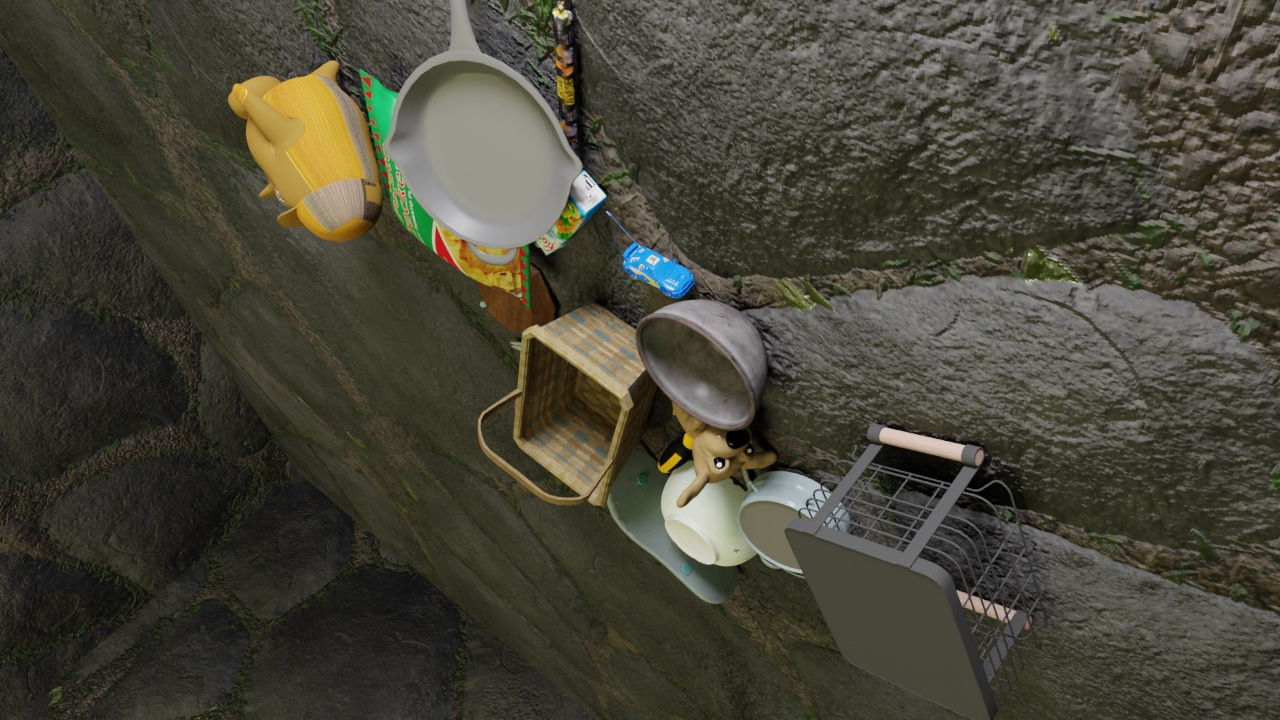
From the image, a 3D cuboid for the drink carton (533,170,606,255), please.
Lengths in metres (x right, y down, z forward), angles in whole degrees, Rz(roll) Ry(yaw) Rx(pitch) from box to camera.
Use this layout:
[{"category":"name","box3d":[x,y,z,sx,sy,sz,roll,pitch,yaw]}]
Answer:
[{"category":"drink carton","box3d":[-0.079,-0.150,0.947,0.044,0.038,0.129,49,153,-6]}]

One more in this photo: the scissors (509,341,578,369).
[{"category":"scissors","box3d":[-0.131,-0.016,1.228,0.129,0.019,0.138,49,147,12]}]

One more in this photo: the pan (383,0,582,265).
[{"category":"pan","box3d":[-0.155,-0.254,0.856,0.217,0.024,0.355,10,125,19]}]

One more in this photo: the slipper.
[{"category":"slipper","box3d":[0.030,0.232,1.257,0.269,0.098,0.055,52,152,-14]}]

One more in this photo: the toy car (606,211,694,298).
[{"category":"toy car","box3d":[0.007,-0.105,0.890,0.092,0.033,0.062,30,156,27]}]

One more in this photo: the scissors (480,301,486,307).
[{"category":"scissors","box3d":[-0.188,-0.083,1.220,0.139,0.015,0.063,-7,125,51]}]

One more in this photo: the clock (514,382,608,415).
[{"category":"clock","box3d":[-0.115,0.085,1.285,0.158,0.072,0.121,30,149,27]}]

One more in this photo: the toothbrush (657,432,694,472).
[{"category":"toothbrush","box3d":[0.060,0.097,1.107,0.031,0.031,0.197,36,148,0]}]

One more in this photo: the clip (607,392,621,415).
[{"category":"clip","box3d":[-0.023,0.064,1.196,0.053,0.039,0.047,32,146,21]}]

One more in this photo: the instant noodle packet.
[{"category":"instant noodle packet","box3d":[-0.215,-0.187,1.029,0.253,0.090,0.196,37,149,20]}]

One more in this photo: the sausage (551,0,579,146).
[{"category":"sausage","box3d":[-0.065,-0.248,0.813,0.020,0.020,0.156,35,151,20]}]

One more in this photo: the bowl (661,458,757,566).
[{"category":"bowl","box3d":[0.085,0.206,1.172,0.153,0.072,0.154,33,150,21]}]

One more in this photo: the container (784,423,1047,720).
[{"category":"container","box3d":[0.260,0.196,0.846,0.163,0.130,0.241,12,138,48]}]

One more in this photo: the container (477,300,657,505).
[{"category":"container","box3d":[-0.085,0.073,1.067,0.157,0.185,0.251,35,146,15]}]

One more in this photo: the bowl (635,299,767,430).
[{"category":"bowl","box3d":[0.071,-0.007,0.901,0.145,0.067,0.145,34,151,22]}]

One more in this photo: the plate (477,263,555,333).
[{"category":"plate","box3d":[-0.161,-0.081,1.153,0.131,0.025,0.131,31,142,27]}]

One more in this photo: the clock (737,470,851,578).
[{"category":"clock","box3d":[0.172,0.192,1.031,0.123,0.045,0.159,9,132,32]}]

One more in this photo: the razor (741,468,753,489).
[{"category":"razor","box3d":[0.138,0.168,1.093,0.026,0.042,0.106,12,129,52]}]

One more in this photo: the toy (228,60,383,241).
[{"category":"toy","box3d":[-0.388,-0.233,1.099,0.203,0.163,0.198,63,-165,9]}]

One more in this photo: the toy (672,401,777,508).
[{"category":"toy","box3d":[0.077,0.081,0.988,0.108,0.134,0.106,62,153,13]}]
